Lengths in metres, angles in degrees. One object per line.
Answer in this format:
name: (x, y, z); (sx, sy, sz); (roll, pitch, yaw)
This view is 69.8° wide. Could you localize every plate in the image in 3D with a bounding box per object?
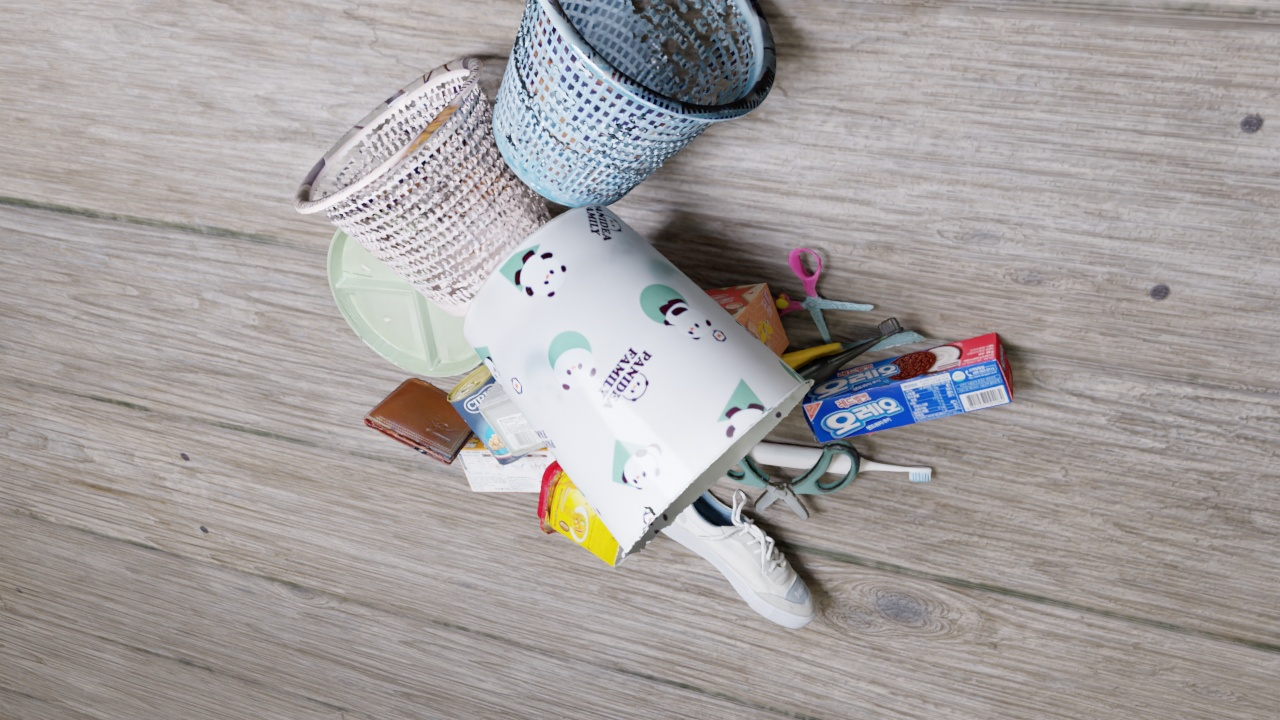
plate: (-0.272, -0.082, 1.108); (0.230, 0.027, 0.231); (10, 126, 14)

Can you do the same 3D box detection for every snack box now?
snack box: (0.086, -0.022, 0.957); (0.093, 0.094, 0.077); (-4, 121, 39)
snack box: (0.274, 0.032, 0.956); (0.208, 0.058, 0.057); (-16, 115, 29)
snack box: (-0.166, 0.140, 1.218); (0.154, 0.026, 0.075); (-2, 122, 23)

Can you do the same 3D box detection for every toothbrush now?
toothbrush: (0.190, 0.008, 0.967); (0.213, 0.026, 0.027); (-35, 80, 44)
toothbrush: (0.219, 0.116, 1.054); (0.221, 0.026, 0.026); (5, 99, 17)

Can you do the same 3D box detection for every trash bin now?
trash bin: (-0.196, -0.160, 0.928); (0.228, 0.226, 0.192); (-18, 128, 30)
trash bin: (-0.013, 0.010, 0.836); (0.252, 0.228, 0.230); (46, 128, 11)
trash bin: (-0.029, -0.246, 0.803); (0.226, 0.225, 0.196); (40, 141, -8)

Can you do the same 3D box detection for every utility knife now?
utility knife: (0.191, -0.004, 0.986); (0.231, 0.015, 0.033); (-13, 139, 30)

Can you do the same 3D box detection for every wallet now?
wallet: (-0.272, 0.075, 1.167); (0.124, 0.101, 0.032); (24, 126, 4)

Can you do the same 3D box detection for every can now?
can: (-0.177, 0.068, 1.142); (0.075, 0.075, 0.111); (-23, 112, 32)

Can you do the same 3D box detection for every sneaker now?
sneaker: (0.132, 0.227, 1.131); (0.242, 0.089, 0.091); (38, 123, 1)

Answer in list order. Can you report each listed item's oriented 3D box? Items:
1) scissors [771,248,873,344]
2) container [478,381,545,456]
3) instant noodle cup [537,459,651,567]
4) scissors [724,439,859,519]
scissors: (0.174, -0.065, 0.951); (0.133, 0.017, 0.136); (6, 133, 21)
container: (-0.121, 0.044, 1.080); (0.090, 0.114, 0.090); (-21, 112, 30)
instant noodle cup: (-0.047, 0.178, 1.125); (0.124, 0.116, 0.116); (34, 132, 27)
scissors: (0.161, 0.117, 1.046); (0.175, 0.019, 0.170); (42, 130, -15)
